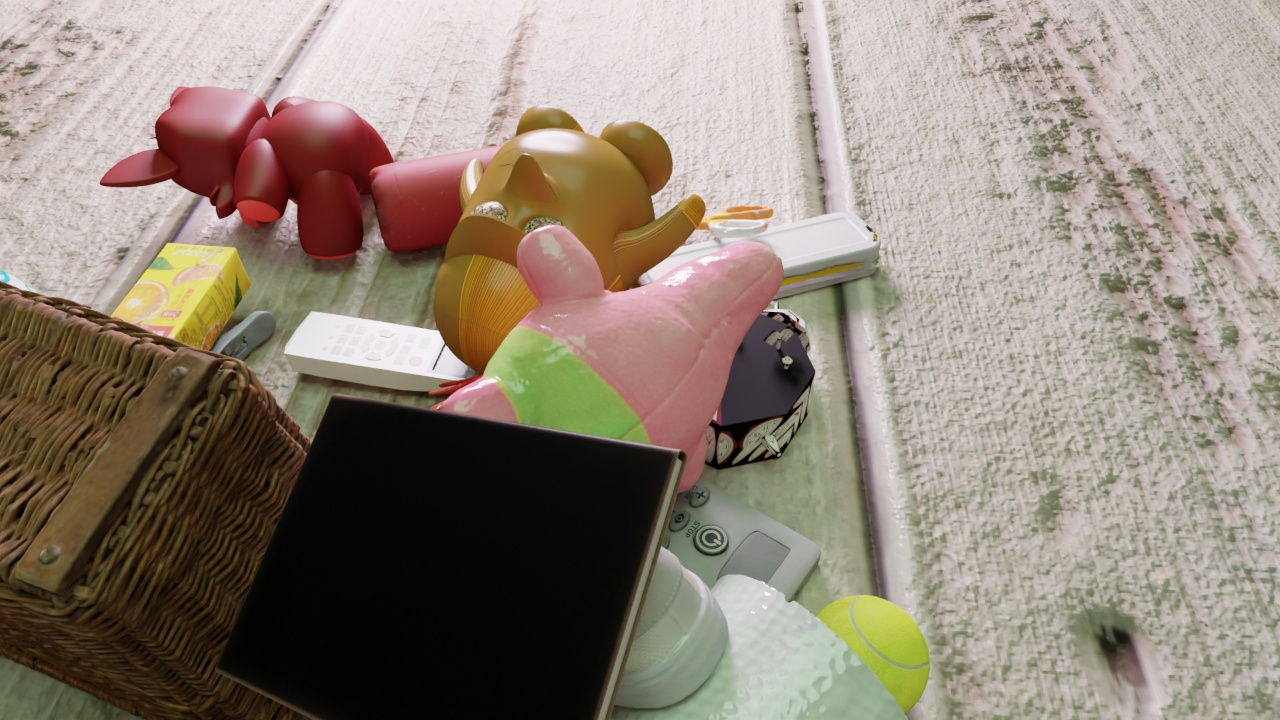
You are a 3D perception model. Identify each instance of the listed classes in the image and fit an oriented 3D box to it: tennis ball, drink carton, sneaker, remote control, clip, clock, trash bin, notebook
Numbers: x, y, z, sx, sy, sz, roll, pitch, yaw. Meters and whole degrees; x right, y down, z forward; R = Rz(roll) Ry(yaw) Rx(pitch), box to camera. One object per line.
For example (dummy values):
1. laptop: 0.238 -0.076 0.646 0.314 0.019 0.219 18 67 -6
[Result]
1. tennis ball: 0.119 0.158 0.487 0.065 0.065 0.065 -1 46 0
2. drink carton: -0.337 -0.027 0.655 0.058 0.043 0.134 5 47 6
3. sneaker: -0.079 0.115 0.445 0.243 0.091 0.089 -17 27 36
4. remote control: 0.030 0.107 0.571 0.151 0.019 0.074 28 52 25
5. remote control: -0.188 -0.003 0.677 0.143 0.024 0.049 9 42 3
6. clip: -0.311 0.022 0.657 0.127 0.028 0.166 13 49 12
7. clock: 0.064 -0.003 0.646 0.115 0.065 0.154 6 47 7
8. trash bin: 0.026 0.200 0.410 0.161 0.133 0.133 -37 55 -24
9. notebook: -0.090 0.090 0.390 0.209 0.008 0.141 6 69 35

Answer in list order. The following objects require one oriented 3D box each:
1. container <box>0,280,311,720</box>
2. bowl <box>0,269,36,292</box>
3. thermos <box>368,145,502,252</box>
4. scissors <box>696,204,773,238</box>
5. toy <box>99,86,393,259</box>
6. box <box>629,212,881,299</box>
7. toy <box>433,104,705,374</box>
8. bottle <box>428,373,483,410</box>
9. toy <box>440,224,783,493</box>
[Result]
1. container: -0.288 0.071 0.478 0.250 0.183 0.161 15 58 15
2. bowl: -0.424 0.013 0.618 0.074 0.144 0.144 19 31 -40
3. thermos: -0.106 -0.149 0.788 0.239 0.073 0.073 -13 47 -12
4. scissors: 0.049 -0.113 0.769 0.133 0.012 0.096 -7 22 0
5. toy: -0.323 -0.170 0.782 0.197 0.121 0.158 9 48 -4
6. box: 0.094 -0.078 0.744 0.209 0.033 0.064 -14 45 -13
7. toy: -0.073 -0.081 0.657 0.199 0.163 0.202 15 56 19
8. bottle: -0.098 0.055 0.572 0.099 0.099 0.111 33 58 29
9. toy: -0.003 0.003 0.528 0.236 0.192 0.097 -42 28 -25
